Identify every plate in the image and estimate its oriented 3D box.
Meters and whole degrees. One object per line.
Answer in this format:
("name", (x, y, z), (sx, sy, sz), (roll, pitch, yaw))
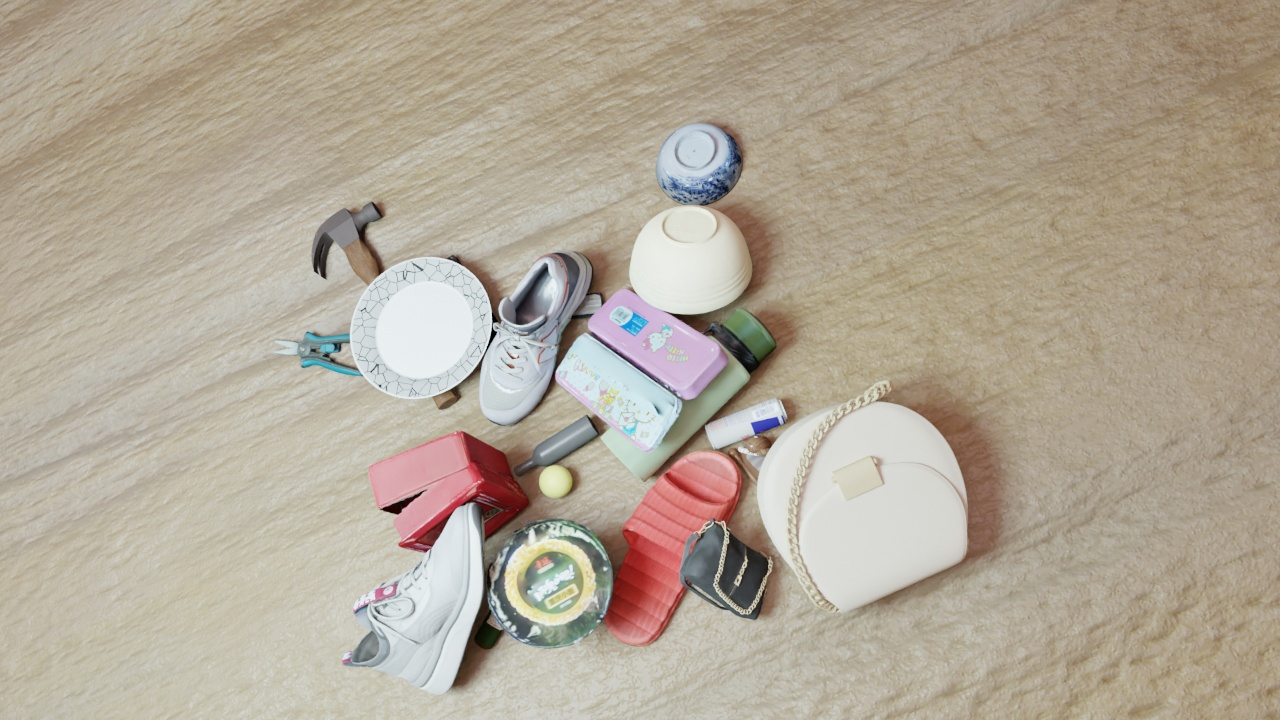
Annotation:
("plate", (-0.280, -0.041, 1.179), (0.189, 0.016, 0.188), (-2, 74, 9))

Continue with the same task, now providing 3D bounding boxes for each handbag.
("handbag", (0.238, 0.150, 1.002), (0.210, 0.103, 0.208), (-24, 87, 0))
("handbag", (0.097, 0.231, 1.021), (0.054, 0.128, 0.079), (-8, 48, 53))

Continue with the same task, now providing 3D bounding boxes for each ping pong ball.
("ping pong ball", (-0.103, 0.147, 1.112), (0.040, 0.040, 0.040), (-3, 76, 11))

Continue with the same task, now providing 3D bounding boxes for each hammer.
("hammer", (-0.335, -0.070, 1.221), (0.115, 0.033, 0.323), (-35, 73, 0))

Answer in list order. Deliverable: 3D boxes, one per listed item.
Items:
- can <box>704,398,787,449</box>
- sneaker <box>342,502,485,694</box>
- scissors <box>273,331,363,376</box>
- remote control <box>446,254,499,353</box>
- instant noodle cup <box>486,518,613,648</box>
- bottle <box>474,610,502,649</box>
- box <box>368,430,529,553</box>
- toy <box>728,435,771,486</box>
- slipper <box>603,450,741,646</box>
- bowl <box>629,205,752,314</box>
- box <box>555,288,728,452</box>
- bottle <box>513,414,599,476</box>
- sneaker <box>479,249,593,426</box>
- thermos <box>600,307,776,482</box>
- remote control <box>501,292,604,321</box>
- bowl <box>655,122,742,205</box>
("can", (0.125, 0.075, 1.085), (0.095, 0.032, 0.032), (-22, 73, 6))
("sneaker", (-0.246, 0.259, 1.019), (0.128, 0.096, 0.264), (13, 117, -19))
("scissors", (-0.422, -0.013, 1.231), (0.148, 0.019, 0.123), (-33, 76, 8))
("remote control", (-0.222, -0.073, 1.206), (0.034, 0.013, 0.150), (-35, 72, 2))
("instant noodle cup", (-0.100, 0.249, 1.039), (0.137, 0.112, 0.137), (1, 80, -3))
("bottle", (-0.163, 0.294, 1.096), (0.025, 0.025, 0.106), (29, 84, 17))
("box", (-0.223, 0.150, 1.078), (0.134, 0.157, 0.110), (-32, 67, 1))
("toy", (0.146, 0.128, 1.064), (0.055, 0.041, 0.102), (-50, 62, 20))
("slipper", (0.029, 0.212, 1.056), (0.103, 0.059, 0.248), (28, 86, 20))
("bowl", (0.059, -0.135, 1.099), (0.151, 0.075, 0.150), (-2, 50, 3))
("box", (-0.007, 0.006, 1.082), (0.151, 0.035, 0.214), (-53, 43, -3))
("bottle", (-0.106, 0.109, 1.127), (0.113, 0.030, 0.030), (-32, 72, 3))
("sneaker", (-0.141, -0.034, 1.108), (0.089, 0.124, 0.239), (25, 90, 10))
("thermos", (0.058, 0.035, 1.085), (0.231, 0.082, 0.082), (-44, 72, -1))
("remote control", (-0.114, -0.066, 1.181), (0.137, 0.013, 0.033), (-5, 75, 12))
("bowl", (0.072, -0.258, 1.172), (0.114, 0.045, 0.114), (-3, 76, 11))
